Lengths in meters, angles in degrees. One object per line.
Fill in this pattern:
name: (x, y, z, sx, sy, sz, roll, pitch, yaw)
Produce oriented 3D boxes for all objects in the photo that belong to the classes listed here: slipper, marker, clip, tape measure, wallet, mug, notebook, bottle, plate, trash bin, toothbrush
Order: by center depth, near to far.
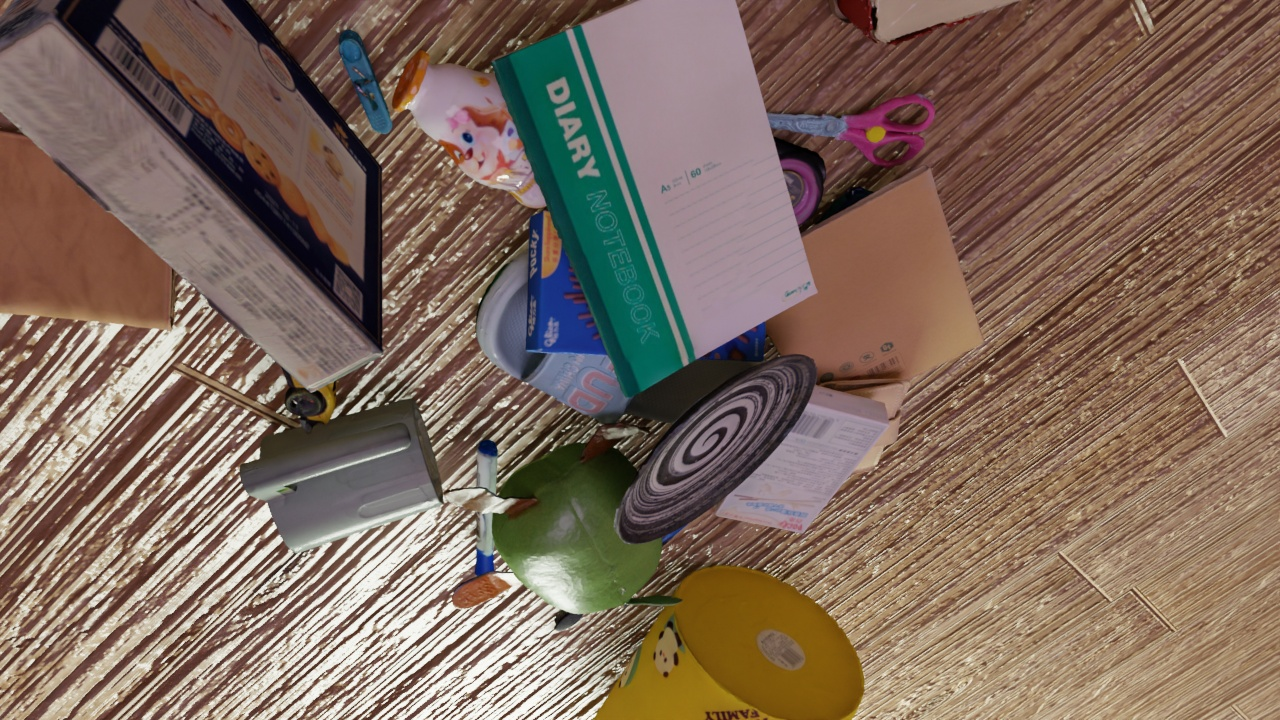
clip: (-0.151, -0.153, 0.505, 0.014, 0.043, 0.057, -20, 131, -5)
bottle: (-0.083, -0.132, 0.517, 0.108, 0.063, 0.063, 24, 117, -31)
wallet: (-0.318, -0.071, 0.519, 0.101, 0.020, 0.115, 7, 122, -21)
notebook: (0.018, -0.100, 0.536, 0.150, 0.012, 0.209, -30, 115, -18)
tape measure: (0.089, -0.115, 0.600, 0.057, 0.039, 0.058, 11, 118, -21)
mug: (-0.195, 0.073, 0.615, 0.103, 0.083, 0.124, -16, 168, -9)
plate: (0.049, 0.057, 0.631, 0.179, 0.024, 0.180, -32, 152, -19)
slipper: (-0.004, 0.004, 0.643, 0.245, 0.074, 0.104, 21, 119, -32)
tape measure: (0.150, -0.094, 0.645, 0.054, 0.025, 0.058, 15, 129, -32)
notebook: (0.170, -0.037, 0.685, 0.148, 0.008, 0.207, -28, 137, 11)
marker: (-0.124, 0.122, 0.735, 0.017, 0.017, 0.146, -3, 128, -15)
wallet: (0.177, 0.059, 0.767, 0.087, 0.024, 0.115, -8, 136, -11)
toothbrush: (-0.011, 0.185, 0.826, 0.190, 0.016, 0.014, -43, 118, 14)
trash bin: (0.068, 0.346, 0.852, 0.229, 0.229, 0.256, 11, 117, -25)

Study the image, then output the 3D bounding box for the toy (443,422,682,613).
toy: (-0.045, 0.129, 0.710, 0.227, 0.090, 0.247, -26, 141, -7)

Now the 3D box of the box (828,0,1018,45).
box: (0.195, -0.240, 0.510, 0.168, 0.076, 0.091, -19, 130, -2)

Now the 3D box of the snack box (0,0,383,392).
snack box: (-0.191, -0.104, 0.425, 0.046, 0.182, 0.178, -28, 131, 8)

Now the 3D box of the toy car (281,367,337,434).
toy car: (-0.206, -0.025, 0.557, 0.041, 0.071, 0.156, -7, 131, -7)

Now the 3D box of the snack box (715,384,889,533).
snack box: (0.127, 0.082, 0.748, 0.084, 0.026, 0.157, 14, 135, -12)

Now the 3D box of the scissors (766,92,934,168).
scissors: (0.127, -0.152, 0.600, 0.133, 0.017, 0.057, 0, 137, -13)

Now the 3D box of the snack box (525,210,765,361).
snack box: (0.007, -0.044, 0.577, 0.157, 0.026, 0.084, 2, 90, -24)
